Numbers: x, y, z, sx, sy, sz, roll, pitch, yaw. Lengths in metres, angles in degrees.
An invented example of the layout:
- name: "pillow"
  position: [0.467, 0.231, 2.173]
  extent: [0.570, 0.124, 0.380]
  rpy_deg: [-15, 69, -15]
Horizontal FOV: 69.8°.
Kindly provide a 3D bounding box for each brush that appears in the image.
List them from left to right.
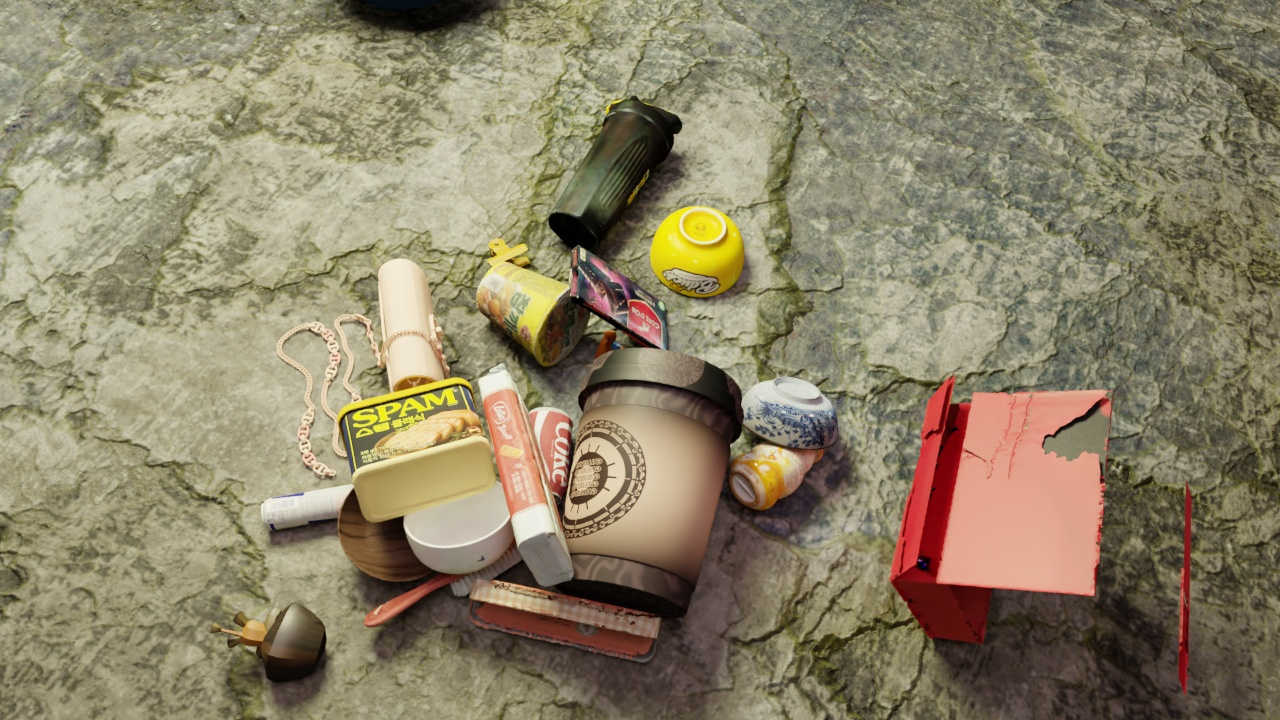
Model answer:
- name: "brush"
  position: [-0.187, 0.219, 0.899]
  extent: [0.172, 0.041, 0.030]
  rpy_deg: [-29, 105, -21]

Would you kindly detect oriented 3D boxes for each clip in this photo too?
- name: "clip"
  position: [-0.167, -0.131, 1.122]
  extent: [0.054, 0.045, 0.048]
  rpy_deg: [-28, 90, -18]

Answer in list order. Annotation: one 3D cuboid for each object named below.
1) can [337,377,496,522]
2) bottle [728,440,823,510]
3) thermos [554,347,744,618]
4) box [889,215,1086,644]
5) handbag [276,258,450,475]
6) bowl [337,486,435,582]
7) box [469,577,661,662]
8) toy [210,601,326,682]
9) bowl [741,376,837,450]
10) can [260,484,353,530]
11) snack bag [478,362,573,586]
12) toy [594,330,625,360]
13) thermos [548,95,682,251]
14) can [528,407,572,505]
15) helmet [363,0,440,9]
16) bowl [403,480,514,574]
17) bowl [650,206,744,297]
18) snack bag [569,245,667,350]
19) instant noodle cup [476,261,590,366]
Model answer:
- name: "can"
  position: [-0.216, 0.087, 0.893]
  extent: [0.135, 0.075, 0.104]
  rpy_deg: [-15, 36, -15]
- name: "bottle"
  position: [0.147, 0.113, 0.977]
  extent: [0.108, 0.063, 0.063]
  rpy_deg: [-25, 63, -31]
- name: "thermos"
  position: [0.004, 0.124, 0.905]
  extent: [0.173, 0.173, 0.225]
  rpy_deg: [12, 65, 3]
- name: "box"
  position: [0.298, 0.083, 0.813]
  extent: [0.107, 0.410, 0.211]
  rpy_deg: [13, 57, 18]
- name: "handbag"
  position: [-0.302, 0.001, 0.978]
  extent: [0.187, 0.117, 0.198]
  rpy_deg: [-10, 60, -10]
- name: "bowl"
  position: [-0.242, 0.169, 0.923]
  extent: [0.119, 0.032, 0.119]
  rpy_deg: [8, 58, -14]
- name: "box"
  position: [-0.074, 0.246, 0.872]
  extent: [0.187, 0.079, 0.054]
  rpy_deg: [11, 31, 4]
- name: "toy"
  position: [-0.345, 0.258, 0.851]
  extent: [0.100, 0.062, 0.076]
  rpy_deg: [18, 94, -10]
- name: "bowl"
  position: [0.164, 0.049, 0.994]
  extent: [0.114, 0.045, 0.114]
  rpy_deg: [10, 23, -4]
- name: "can"
  position: [-0.334, 0.149, 0.934]
  extent: [0.095, 0.032, 0.032]
  rpy_deg: [-9, 60, -10]
- name: "snack bag"
  position: [-0.111, 0.104, 0.868]
  extent: [0.041, 0.077, 0.225]
  rpy_deg: [-22, 43, -4]
- name: "toy"
  position: [-0.006, 0.006, 1.010]
  extent: [0.090, 0.103, 0.070]
  rpy_deg: [19, 57, 15]
- name: "thermos"
  position: [-0.035, -0.242, 1.166]
  extent: [0.098, 0.098, 0.220]
  rpy_deg: [25, 65, 11]
- name: "can"
  position: [-0.101, 0.102, 0.969]
  extent: [0.054, 0.054, 0.096]
  rpy_deg: [4, 58, -2]
- name: "helmet"
  position: [-0.321, -0.619, 1.290]
  extent: [0.273, 0.223, 0.232]
  rpy_deg: [-31, 78, 11]
- name: "bowl"
  position: [-0.170, 0.163, 0.883]
  extent: [0.105, 0.054, 0.104]
  rpy_deg: [-5, 31, 3]
- name: "bowl"
  position: [0.073, -0.144, 1.125]
  extent: [0.117, 0.068, 0.117]
  rpy_deg: [2, 58, -4]
- name: "snack bag"
  position: [-0.023, -0.066, 1.045]
  extent: [0.155, 0.018, 0.074]
  rpy_deg: [31, 46, -40]
- name: "instant noodle cup"
  position: [-0.126, -0.061, 1.048]
  extent: [0.108, 0.102, 0.102]
  rpy_deg: [29, 60, 23]
